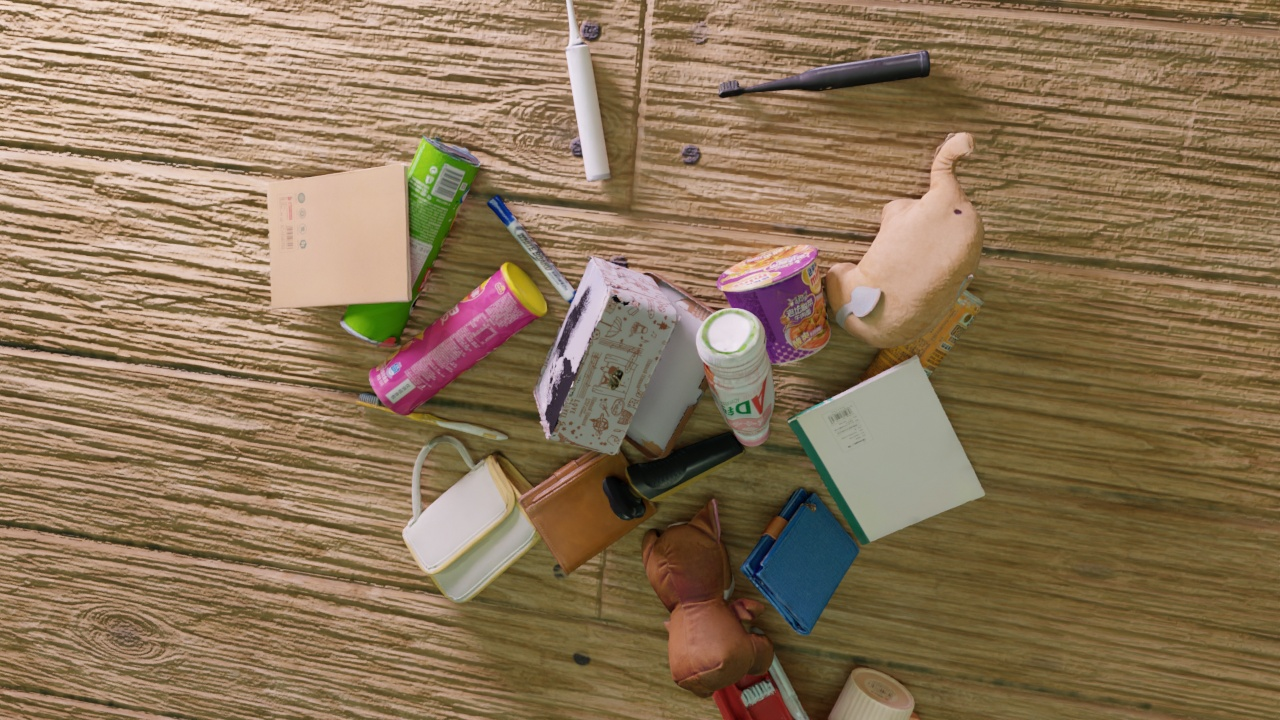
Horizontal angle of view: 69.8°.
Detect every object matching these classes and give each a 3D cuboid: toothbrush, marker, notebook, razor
[{"bbox_3d":[-0.249,0.067,1.097,0.191,0.016,0.018,13,96,6],"label":"toothbrush"},{"bbox_3d":[-0.120,-0.124,1.032,0.017,0.016,0.146,-37,96,14],"label":"marker"},{"bbox_3d":[0.186,-0.291,0.945,0.213,0.026,0.027,-5,68,11],"label":"toothbrush"},{"bbox_3d":[-0.338,-0.134,1.017,0.208,0.008,0.148,-1,91,27],"label":"notebook"},{"bbox_3d":[-0.063,-0.302,0.976,0.026,0.026,0.221,-16,104,-28],"label":"toothbrush"},{"bbox_3d":[0.269,0.105,0.994,0.150,0.012,0.209,-27,120,13],"label":"notebook"},{"bbox_3d":[0.041,0.128,1.038,0.167,0.062,0.068,-24,132,-6],"label":"razor"}]

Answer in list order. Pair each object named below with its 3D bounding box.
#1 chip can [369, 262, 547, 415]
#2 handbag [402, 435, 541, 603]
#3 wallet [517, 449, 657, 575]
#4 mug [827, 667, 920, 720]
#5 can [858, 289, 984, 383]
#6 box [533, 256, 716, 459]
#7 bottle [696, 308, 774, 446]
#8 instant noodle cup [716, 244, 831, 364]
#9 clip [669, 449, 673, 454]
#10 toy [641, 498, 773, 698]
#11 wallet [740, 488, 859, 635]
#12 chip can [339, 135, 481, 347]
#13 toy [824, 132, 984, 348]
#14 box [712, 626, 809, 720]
[{"bbox_3d":[-0.209,-0.022,1.041,0.211,0.071,0.071,-35,96,15],"label":"chip can"},{"bbox_3d":[-0.215,0.182,1.099,0.163,0.063,0.178,-40,91,13],"label":"handbag"},{"bbox_3d":[-0.063,0.163,1.061,0.130,0.035,0.119,-33,92,-12],"label":"wallet"},{"bbox_3d":[0.278,0.431,1.077,0.114,0.081,0.106,16,104,-11],"label":"mug"},{"bbox_3d":[0.297,-0.018,0.975,0.058,0.058,0.146,33,105,-1],"label":"can"},{"bbox_3d":[-0.004,0.006,0.989,0.168,0.150,0.182,18,109,-19],"label":"box"},{"bbox_3d":[0.107,0.027,0.960,0.068,0.068,0.197,-9,144,10],"label":"bottle"},{"bbox_3d":[0.148,-0.056,0.967,0.112,0.111,0.099,-20,109,12],"label":"instant noodle cup"},{"bbox_3d":[0.033,0.115,1.069,0.024,0.028,0.057,-37,105,17],"label":"clip"},{"bbox_3d":[0.072,0.268,1.034,0.140,0.130,0.199,-32,68,26],"label":"toy"},{"bbox_3d":[0.179,0.221,1.020,0.106,0.132,0.040,48,142,-6],"label":"wallet"},{"bbox_3d":[-0.256,-0.131,1.021,0.072,0.072,0.236,29,106,1],"label":"chip can"},{"bbox_3d":[0.283,-0.115,0.925,0.226,0.082,0.143,-53,51,16],"label":"toy"},{"bbox_3d":[0.159,0.405,1.039,0.201,0.095,0.100,62,149,19],"label":"box"}]
